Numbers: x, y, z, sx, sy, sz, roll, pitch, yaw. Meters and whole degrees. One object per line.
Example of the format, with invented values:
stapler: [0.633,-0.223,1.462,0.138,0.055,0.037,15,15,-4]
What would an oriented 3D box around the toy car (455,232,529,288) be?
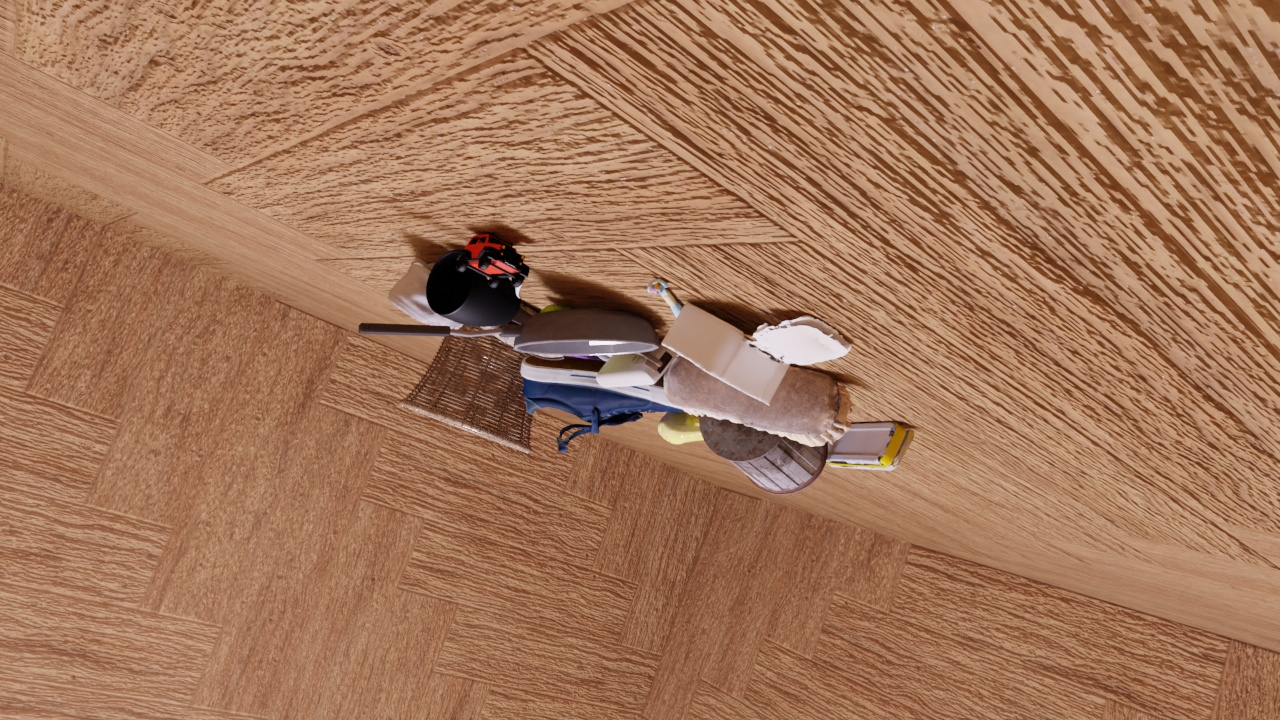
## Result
toy car: [-0.157,-0.110,0.983,0.051,0.048,0.100,27,169,-32]

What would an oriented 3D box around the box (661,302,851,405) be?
box: [0.114,-0.004,0.928,0.110,0.083,0.191,25,169,-38]

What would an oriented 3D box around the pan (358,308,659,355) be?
pan: [-0.149,-0.037,1.091,0.356,0.041,0.179,1,175,-23]

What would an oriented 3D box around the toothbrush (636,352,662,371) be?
toothbrush: [-0.010,-0.014,1.220,0.016,0.016,0.167,34,180,-27]

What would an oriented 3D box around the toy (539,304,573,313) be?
toy: [-0.091,-0.052,1.233,0.093,0.036,0.094,16,178,-6]

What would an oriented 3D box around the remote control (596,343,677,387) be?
remote control: [-0.007,0.007,1.242,0.025,0.060,0.139,49,153,-21]

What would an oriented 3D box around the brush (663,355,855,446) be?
brush: [0.137,0.043,1.130,0.272,0.083,0.056,10,168,45]

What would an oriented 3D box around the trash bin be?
trash bin: [0.176,0.105,1.275,0.131,0.130,0.211,15,168,30]

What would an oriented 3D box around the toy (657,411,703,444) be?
toy: [0.105,0.092,1.435,0.170,0.064,0.155,-12,-170,-25]

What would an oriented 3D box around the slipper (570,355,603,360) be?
slipper: [-0.018,0.051,1.521,0.266,0.084,0.107,24,171,-23]

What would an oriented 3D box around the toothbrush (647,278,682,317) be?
toothbrush: [0.039,-0.055,0.982,0.022,0.016,0.155,-21,158,12]

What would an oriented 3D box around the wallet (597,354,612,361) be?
wallet: [-0.036,-0.014,1.345,0.116,0.032,0.086,24,169,-23]

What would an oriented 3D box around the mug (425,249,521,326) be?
mug: [-0.187,-0.087,1.129,0.119,0.084,0.100,-20,156,29]

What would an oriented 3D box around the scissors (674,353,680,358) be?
scissors: [0.022,-0.020,1.249,0.132,0.012,0.169,14,165,35]

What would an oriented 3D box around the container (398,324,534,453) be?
container: [-0.253,0.022,1.513,0.227,0.196,0.227,20,171,3]

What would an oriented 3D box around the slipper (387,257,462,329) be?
slipper: [-0.281,-0.095,1.254,0.112,0.074,0.247,51,180,-3]

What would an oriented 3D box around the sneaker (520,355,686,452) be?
sneaker: [-0.043,0.071,1.404,0.295,0.127,0.120,6,-163,10]

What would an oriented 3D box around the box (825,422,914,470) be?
box: [0.306,0.117,1.267,0.033,0.064,0.210,31,169,-7]

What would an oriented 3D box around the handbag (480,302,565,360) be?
handbag: [-0.167,-0.054,1.300,0.166,0.063,0.138,32,166,-32]
